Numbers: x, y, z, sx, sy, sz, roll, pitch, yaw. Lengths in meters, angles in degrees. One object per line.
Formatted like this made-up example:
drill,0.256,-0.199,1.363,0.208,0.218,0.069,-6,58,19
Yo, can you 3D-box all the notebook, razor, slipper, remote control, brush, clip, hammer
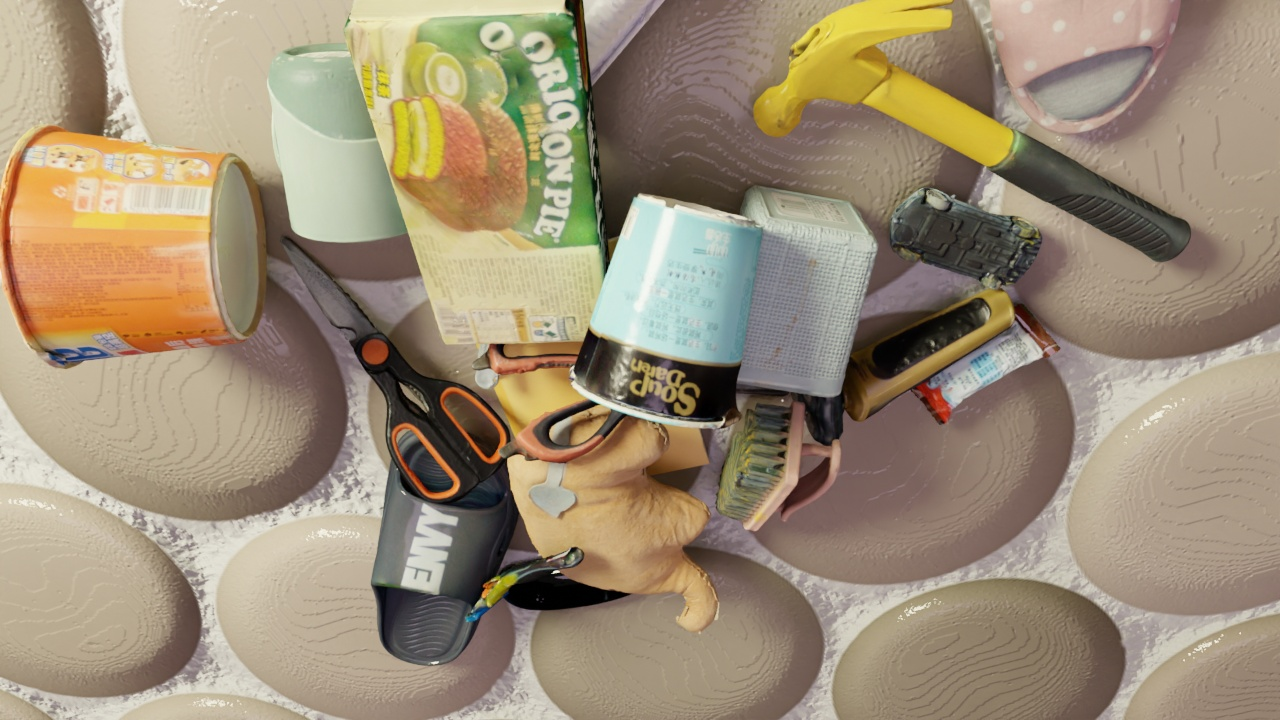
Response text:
notebook,-0.040,0.012,0.696,0.146,0.010,0.206,-13,120,9
razor,0.187,-0.001,0.658,0.168,0.062,0.067,-30,148,14
slipper,0.247,-0.254,0.503,0.114,0.054,0.275,-12,121,8
remote control,-0.059,0.195,0.798,0.136,0.024,0.053,-11,121,7
razor,-0.090,0.167,0.709,0.143,0.042,0.022,-34,91,41
slipper,-0.167,0.176,0.757,0.110,0.083,0.269,12,122,-8
brush,0.099,0.088,0.686,0.073,0.063,0.146,11,151,-1
clip,-0.108,-0.009,0.672,0.024,0.028,0.057,8,113,-4
hammer,0.226,-0.132,0.573,0.300,0.032,0.129,21,151,-18

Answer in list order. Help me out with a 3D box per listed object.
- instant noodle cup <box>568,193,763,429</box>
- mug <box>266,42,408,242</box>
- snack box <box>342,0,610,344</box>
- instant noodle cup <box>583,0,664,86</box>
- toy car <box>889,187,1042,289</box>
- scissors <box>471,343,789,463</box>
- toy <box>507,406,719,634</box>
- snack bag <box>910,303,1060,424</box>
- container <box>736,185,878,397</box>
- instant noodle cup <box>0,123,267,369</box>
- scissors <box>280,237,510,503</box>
instant noodle cup,0.022,-0.034,0.550,0.111,0.111,0.120,13,102,-7
mug,-0.191,-0.139,0.572,0.112,0.082,0.106,18,122,31
snack box,-0.082,-0.107,0.541,0.114,0.063,0.240,-2,140,3
instant noodle cup,-0.056,-0.227,0.524,0.138,0.060,0.174,38,113,-19
toy car,0.217,-0.084,0.620,0.105,0.031,0.049,16,120,-10
scissors,-0.006,0.018,0.646,0.197,0.213,0.015,36,155,10
toy,-0.017,0.129,0.714,0.144,0.082,0.226,-12,124,24
snack bag,0.249,0.004,0.675,0.104,0.026,0.048,-40,90,21
container,0.100,-0.049,0.613,0.090,0.090,0.112,10,118,-5
instant noodle cup,-0.308,-0.070,0.579,0.111,0.151,0.152,-1,121,-8
scissors,-0.175,-0.005,0.674,0.125,0.022,0.235,-20,97,-19
